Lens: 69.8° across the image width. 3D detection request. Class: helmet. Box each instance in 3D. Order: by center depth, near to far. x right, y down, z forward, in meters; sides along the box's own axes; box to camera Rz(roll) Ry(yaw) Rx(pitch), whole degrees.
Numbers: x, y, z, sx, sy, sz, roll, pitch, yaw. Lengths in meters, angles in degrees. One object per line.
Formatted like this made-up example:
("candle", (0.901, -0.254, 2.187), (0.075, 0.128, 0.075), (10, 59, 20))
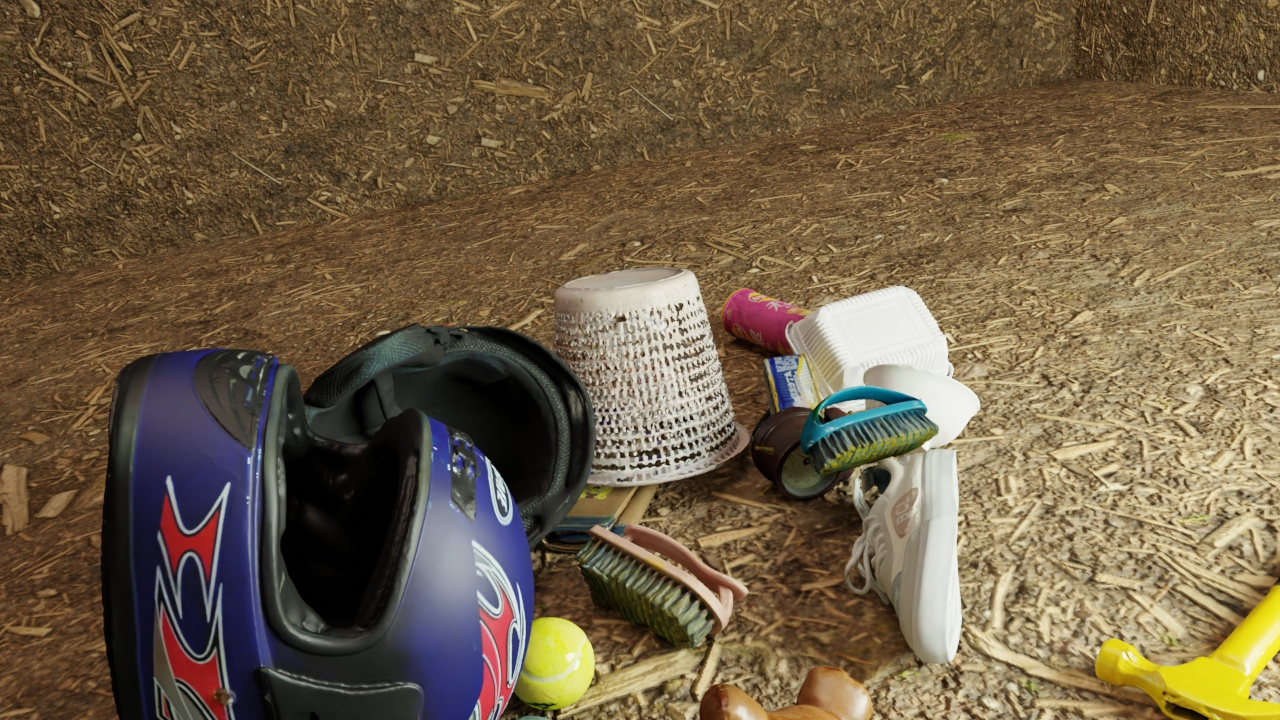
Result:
("helmet", (-0.189, 0.141, 0.594), (0.240, 0.316, 0.247), (-2, 27, -17))
("helmet", (-0.185, 0.087, 0.837), (0.274, 0.233, 0.231), (-20, 1, -22))

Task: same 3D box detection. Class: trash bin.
("trash bin", (-0.006, 0.007, 0.974), (0.227, 0.192, 0.227), (-7, 13, 1))

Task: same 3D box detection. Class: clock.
("clock", (0.167, 0.088, 0.894), (0.122, 0.082, 0.055), (-14, 27, -10))

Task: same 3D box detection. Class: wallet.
("wallet", (-0.038, 0.147, 0.900), (0.090, 0.033, 0.115), (-2, 19, 19))

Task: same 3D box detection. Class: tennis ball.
("tennis ball", (-0.066, 0.223, 0.675), (0.065, 0.065, 0.065), (-8, 22, 3))

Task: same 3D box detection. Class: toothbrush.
("toothbrush", (0.153, 0.055, 1.071), (0.018, 0.016, 0.180), (-6, 21, 25))

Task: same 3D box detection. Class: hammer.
("hammer", (0.456, 0.170, 0.643), (0.299, 0.033, 0.129), (-24, 26, -32))

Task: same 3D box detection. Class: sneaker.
("sneaker", (0.208, 0.143, 0.733), (0.091, 0.089, 0.241), (-4, 22, 19))

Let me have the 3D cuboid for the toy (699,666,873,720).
("toy", (0.125, 0.245, 0.488), (0.140, 0.131, 0.199), (2, 22, -31))

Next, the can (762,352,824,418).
("can", (0.167, 0.047, 0.994), (0.049, 0.075, 0.148), (-9, 33, 4))

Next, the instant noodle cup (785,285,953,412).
("instant noodle cup", (0.272, -0.024, 1.069), (0.173, 0.060, 0.138), (-15, 60, -16))

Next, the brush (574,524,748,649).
("brush", (0.017, 0.180, 0.750), (0.146, 0.063, 0.072), (15, 43, 45))

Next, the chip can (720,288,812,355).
("chip can", (0.195, -0.041, 1.214), (0.071, 0.071, 0.211), (-20, 24, -25))

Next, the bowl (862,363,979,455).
("bowl", (0.275, 0.059, 0.928), (0.118, 0.118, 0.064), (8, 67, 37))

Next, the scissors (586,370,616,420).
("scissors", (-0.068, 0.046, 1.190), (0.156, 0.014, 0.168), (4, 23, 34))

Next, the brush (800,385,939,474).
("brush", (0.205, 0.059, 0.846), (0.143, 0.055, 0.073), (-11, 60, -29))

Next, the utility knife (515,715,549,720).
("utility knife", (-0.124, 0.282, 0.620), (0.150, 0.013, 0.029), (-26, 25, -37))
